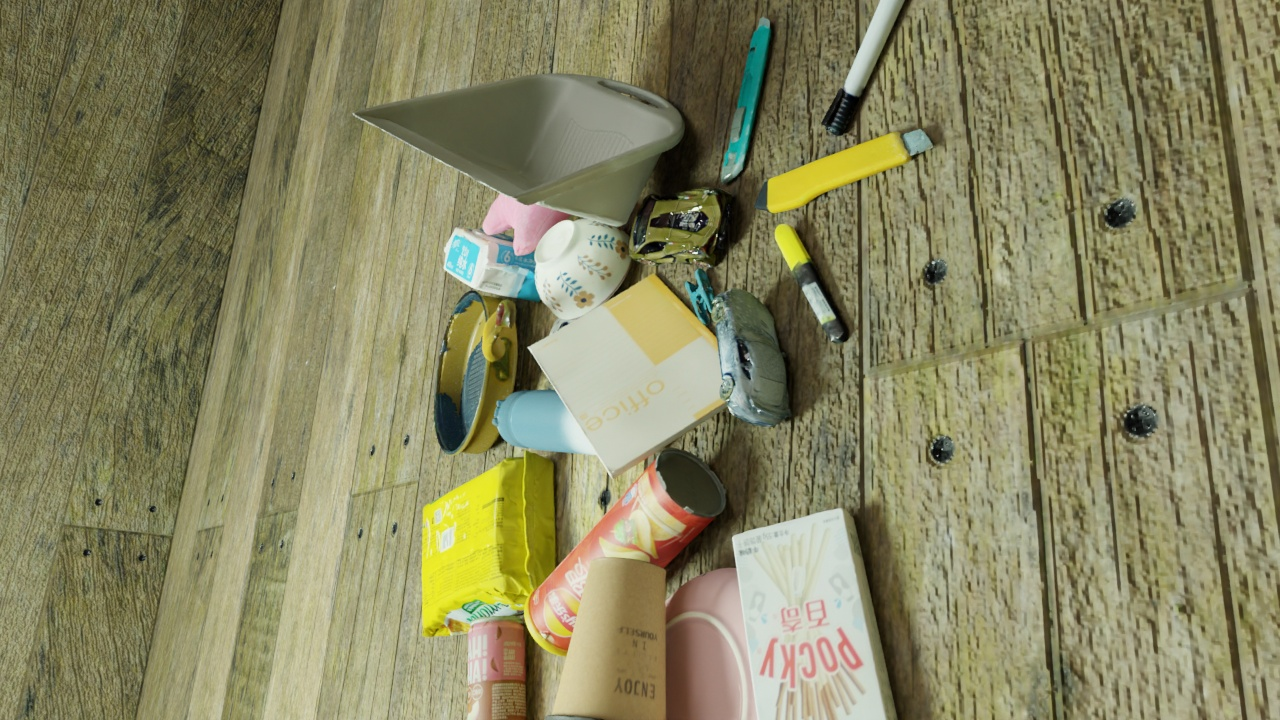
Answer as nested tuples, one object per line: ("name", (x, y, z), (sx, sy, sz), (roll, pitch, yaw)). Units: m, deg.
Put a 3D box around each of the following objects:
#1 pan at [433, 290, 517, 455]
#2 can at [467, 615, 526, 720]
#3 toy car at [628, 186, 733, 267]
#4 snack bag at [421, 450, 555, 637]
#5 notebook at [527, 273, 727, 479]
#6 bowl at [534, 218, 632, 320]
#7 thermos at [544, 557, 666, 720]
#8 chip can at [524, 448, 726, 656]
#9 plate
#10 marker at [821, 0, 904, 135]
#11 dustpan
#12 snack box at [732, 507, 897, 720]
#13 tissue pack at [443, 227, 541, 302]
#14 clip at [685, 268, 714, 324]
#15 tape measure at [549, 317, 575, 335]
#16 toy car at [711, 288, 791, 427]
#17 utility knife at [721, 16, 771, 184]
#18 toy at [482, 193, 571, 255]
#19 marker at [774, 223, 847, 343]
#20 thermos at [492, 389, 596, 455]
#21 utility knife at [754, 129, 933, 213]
("pan", (-0.178, -0.003, 1.022), (0.358, 0.078, 0.197), (-24, 62, 58))
("can", (-0.142, 0.331, 0.905), (0.058, 0.057, 0.147), (-33, 51, 43))
("toy car", (0.031, -0.124, 0.862), (0.158, 0.042, 0.070), (6, 81, 57))
("snack bag", (-0.176, 0.203, 0.996), (0.247, 0.068, 0.157), (-33, 52, 45))
("notebook", (-0.005, 0.005, 0.815), (0.146, 0.010, 0.206), (-32, 40, -6))
("bowl", (-0.069, -0.104, 0.943), (0.114, 0.062, 0.113), (-29, 41, 29))
("thermos", (-0.018, 0.225, 0.687), (0.093, 0.093, 0.143), (-23, 51, 48))
("chip can", (-0.018, 0.167, 0.788), (0.217, 0.073, 0.073), (-51, 41, 29))
("plate", (0.051, 0.251, 0.687), (0.193, 0.039, 0.192), (-26, 57, 47))
("marker", (0.178, -0.241, 0.720), (0.018, 0.022, 0.131), (41, 112, 58))
("dustpan", (-0.086, -0.229, 0.871), (0.223, 0.257, 0.143), (31, 102, 29))
("snack box", (0.114, 0.183, 0.612), (0.085, 0.027, 0.156), (-19, 58, 23))
("tissue pack", (-0.169, -0.117, 1.091), (0.140, 0.090, 0.063), (30, 106, 55))
("clip", (0.056, -0.057, 0.824), (0.046, 0.014, 0.057), (-44, 45, 33))
("tape measure", (-0.070, -0.020, 0.966), (0.066, 0.033, 0.066), (-60, 35, 21))
("toy car", (0.088, -0.004, 0.723), (0.037, 0.054, 0.120), (-40, 46, 43))
("utility knife", (0.097, -0.239, 0.838), (0.029, 0.013, 0.160), (6, 82, 53))
("toy", (-0.093, -0.191, 1.010), (0.179, 0.074, 0.194), (4, 58, 44))
("marker", (0.134, -0.061, 0.719), (0.018, 0.015, 0.124), (-48, 46, 33))
("thermos", (-0.067, 0.059, 0.900), (0.221, 0.070, 0.070), (-3, 75, 52))
("utility knife", (0.155, -0.146, 0.719), (0.174, 0.015, 0.033), (-11, 74, 51))
